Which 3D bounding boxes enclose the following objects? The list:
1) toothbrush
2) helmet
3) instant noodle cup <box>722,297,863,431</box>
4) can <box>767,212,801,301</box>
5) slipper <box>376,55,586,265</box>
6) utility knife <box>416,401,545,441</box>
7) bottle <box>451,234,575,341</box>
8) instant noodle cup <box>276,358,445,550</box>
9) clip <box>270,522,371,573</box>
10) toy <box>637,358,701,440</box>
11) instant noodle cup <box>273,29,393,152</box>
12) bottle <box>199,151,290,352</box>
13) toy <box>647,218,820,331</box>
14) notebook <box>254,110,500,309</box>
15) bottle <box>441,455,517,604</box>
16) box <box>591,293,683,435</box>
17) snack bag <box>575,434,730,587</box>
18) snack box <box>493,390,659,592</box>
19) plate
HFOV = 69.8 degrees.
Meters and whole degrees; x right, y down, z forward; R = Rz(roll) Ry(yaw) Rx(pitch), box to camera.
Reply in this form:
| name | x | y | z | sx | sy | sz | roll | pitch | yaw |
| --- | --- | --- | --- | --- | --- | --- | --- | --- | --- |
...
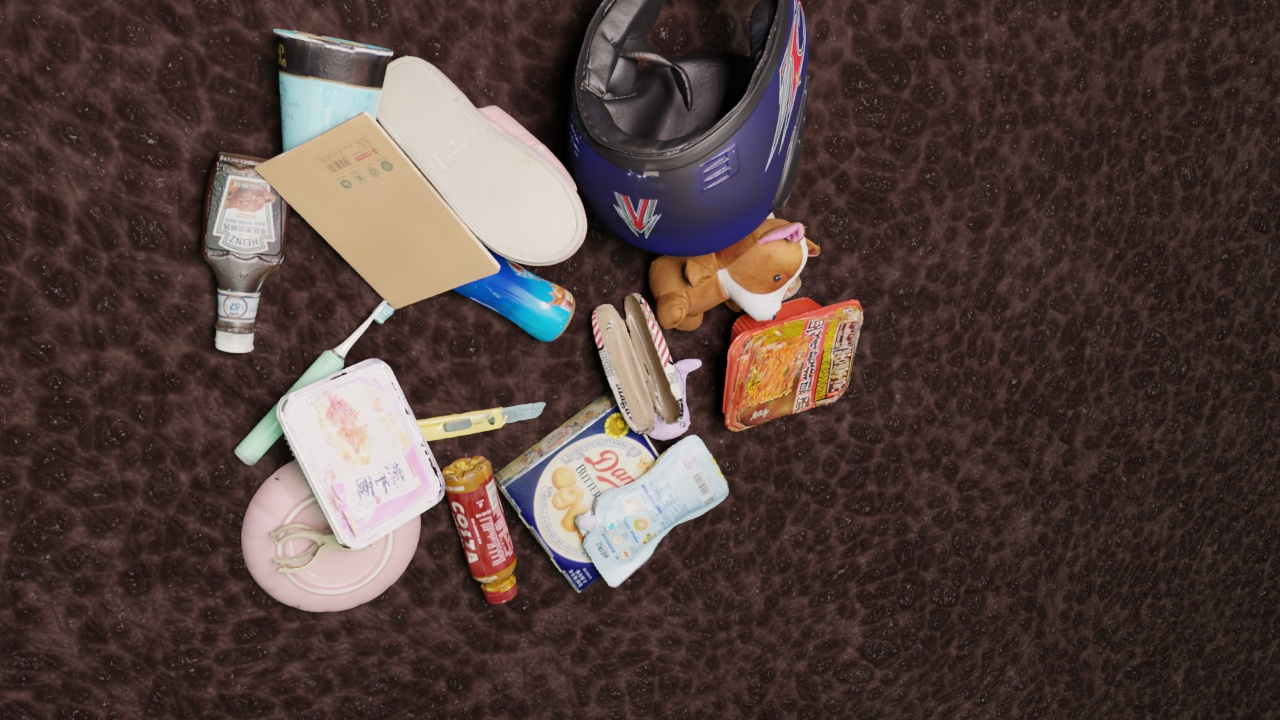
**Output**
| name | x | y | z | sx | sy | sz | roll | pitch | yaw |
| --- | --- | --- | --- | --- | --- | --- | --- | --- | --- |
| toothbrush | -0.347 | 0.021 | 0.978 | 0.027 | 0.026 | 0.224 | 43 | 83 | -23 |
| helmet | 0.058 | -0.261 | 0.966 | 0.240 | 0.247 | 0.315 | 55 | 53 | -67 |
| instant noodle cup | 0.176 | -0.003 | 1.146 | 0.188 | 0.079 | 0.165 | -17 | 134 | -20 |
| can | 0.153 | -0.132 | 1.136 | 0.058 | 0.058 | 0.116 | -33 | 113 | -13 |
| slipper | -0.164 | -0.202 | 0.939 | 0.274 | 0.054 | 0.114 | 42 | 98 | 6 |
| utility knife | -0.205 | 0.071 | 1.060 | 0.198 | 0.021 | 0.031 | -10 | 111 | -25 |
| bottle | -0.174 | -0.096 | 1.001 | 0.218 | 0.065 | 0.065 | 31 | 89 | -27 |
| instant noodle cup | -0.300 | 0.099 | 0.967 | 0.137 | 0.060 | 0.173 | -30 | 100 | -45 |
| clip | -0.341 | 0.181 | 0.971 | 0.104 | 0.035 | 0.082 | -24 | 111 | -21 |
| toy | 0.033 | 0.048 | 1.137 | 0.084 | 0.039 | 0.108 | -1 | 103 | -3 |
| instant noodle cup | -0.303 | -0.251 | 0.895 | 0.111 | 0.111 | 0.120 | 3 | 110 | -24 |
| bottle | -0.398 | -0.106 | 0.917 | 0.079 | 0.044 | 0.195 | 5 | 101 | -27 |
| toy | 0.109 | -0.097 | 1.059 | 0.200 | 0.140 | 0.130 | -27 | 85 | 14 |
| notebook | -0.256 | -0.139 | 0.910 | 0.148 | 0.008 | 0.208 | -16 | 133 | 26 |
| bottle | -0.183 | 0.201 | 1.073 | 0.057 | 0.057 | 0.175 | -18 | 109 | -18 |
| box | -0.012 | 0.008 | 1.079 | 0.087 | 0.076 | 0.163 | -21 | 91 | -18 |
| snack bag | 0.014 | 0.181 | 1.114 | 0.190 | 0.039 | 0.110 | -34 | 120 | -11 |
| snack box | -0.057 | 0.161 | 1.125 | 0.182 | 0.046 | 0.178 | -36 | 114 | -11 |
| plate | -0.339 | 0.196 | 1.017 | 0.192 | 0.039 | 0.192 | -5 | 105 | -22 |
